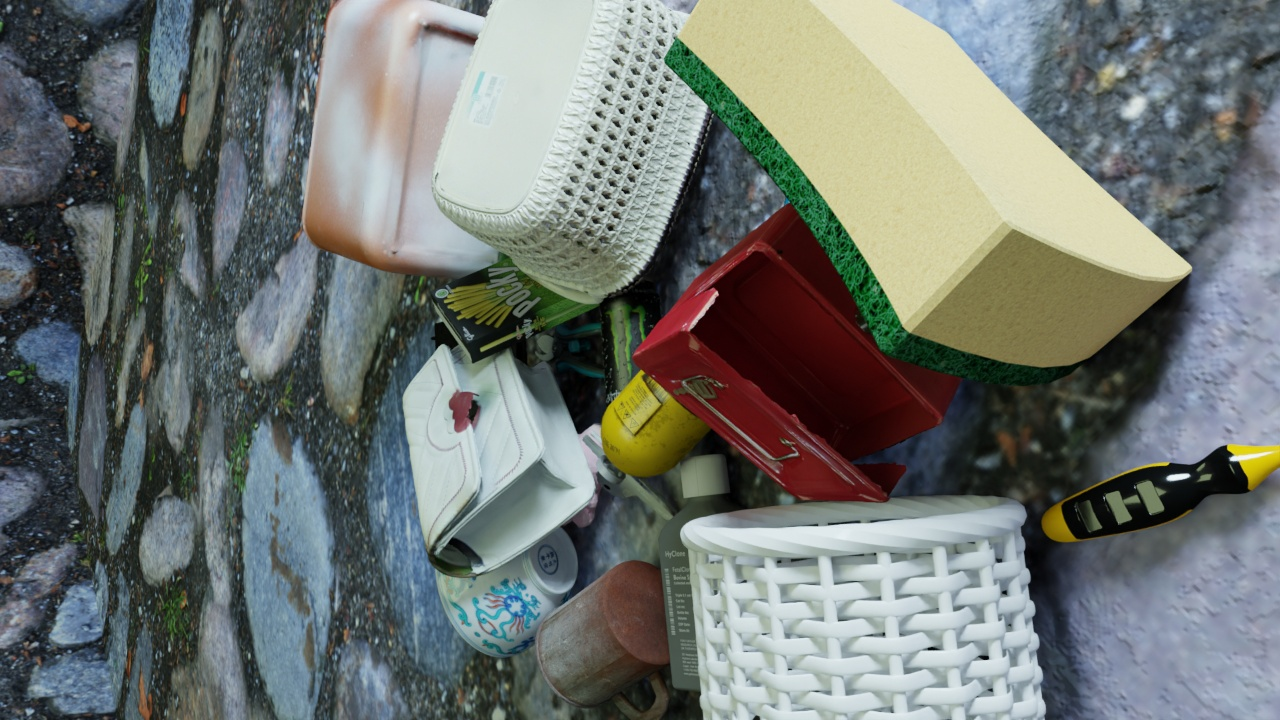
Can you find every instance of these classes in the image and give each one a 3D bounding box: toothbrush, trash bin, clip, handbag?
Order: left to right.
[{"bbox_3d":[-0.211,-0.214,0.917,0.157,0.181,0.260,23,106,45],"label":"trash bin"},{"bbox_3d":[-0.137,0.071,0.795,0.142,0.096,0.198,-36,42,7],"label":"handbag"},{"bbox_3d":[-0.015,0.098,0.773,0.101,0.040,0.054,45,170,-7],"label":"clip"},{"bbox_3d":[0.291,0.053,0.450,0.197,0.030,0.031,-32,71,39],"label":"toothbrush"}]

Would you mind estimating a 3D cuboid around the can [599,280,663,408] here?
[{"bbox_3d":[-0.004,0.004,0.767,0.054,0.053,0.137,-11,80,48],"label":"can"}]

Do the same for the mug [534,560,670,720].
[{"bbox_3d":[-0.014,0.238,0.752,0.123,0.096,0.110,54,133,10],"label":"mug"}]

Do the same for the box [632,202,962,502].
[{"bbox_3d":[0.095,0.001,0.567,0.117,0.157,0.136,-53,9,-20],"label":"box"}]

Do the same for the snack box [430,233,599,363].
[{"bbox_3d":[-0.101,-0.060,0.816,0.080,0.147,0.025,49,156,38],"label":"snack box"}]

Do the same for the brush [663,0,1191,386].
[{"bbox_3d":[0.149,-0.105,0.487,0.075,0.194,0.250,-53,52,34],"label":"brush"}]

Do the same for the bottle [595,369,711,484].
[{"bbox_3d":[0.026,0.028,0.687,0.164,0.071,0.071,-48,53,17],"label":"bottle"}]

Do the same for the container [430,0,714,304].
[{"bbox_3d":[-0.054,-0.183,0.724,0.185,0.143,0.251,22,92,40],"label":"container"}]

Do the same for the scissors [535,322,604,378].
[{"bbox_3d":[-0.061,-0.013,0.852,0.130,0.019,0.151,62,141,33],"label":"scissors"}]

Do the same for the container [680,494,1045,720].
[{"bbox_3d":[0.125,0.178,0.514,0.190,0.189,0.186,-11,82,48],"label":"container"}]

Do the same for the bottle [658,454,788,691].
[{"bbox_3d":[0.058,0.159,0.698,0.084,0.046,0.173,-16,77,48],"label":"bottle"}]

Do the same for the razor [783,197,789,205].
[{"bbox_3d":[0.113,-0.140,0.664,0.042,0.022,0.144,-103,19,-78],"label":"razor"}]

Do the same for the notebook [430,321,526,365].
[{"bbox_3d":[-0.174,0.065,0.987,0.170,0.019,0.231,-9,82,47],"label":"notebook"}]

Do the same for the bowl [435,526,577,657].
[{"bbox_3d":[-0.105,0.186,0.824,0.074,0.143,0.144,-24,70,30],"label":"bowl"}]

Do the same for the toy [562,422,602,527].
[{"bbox_3d":[-0.059,0.103,0.828,0.099,0.052,0.096,-1,89,43],"label":"toy"}]
